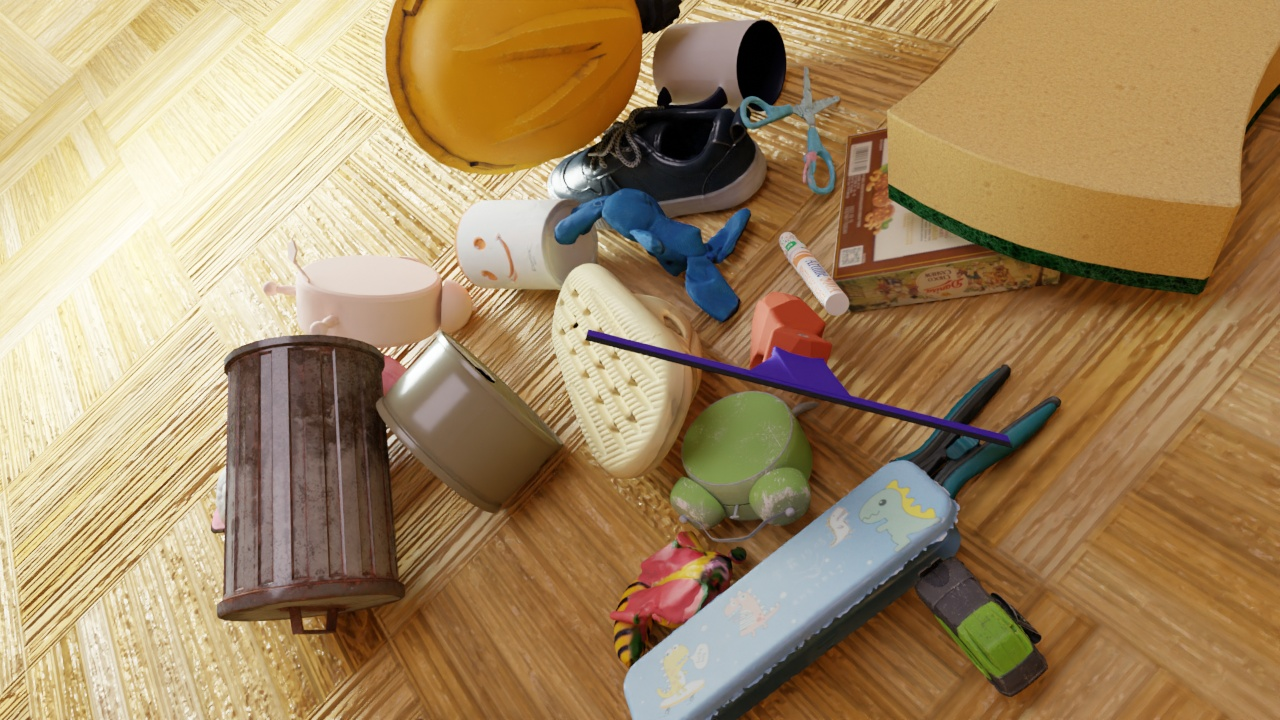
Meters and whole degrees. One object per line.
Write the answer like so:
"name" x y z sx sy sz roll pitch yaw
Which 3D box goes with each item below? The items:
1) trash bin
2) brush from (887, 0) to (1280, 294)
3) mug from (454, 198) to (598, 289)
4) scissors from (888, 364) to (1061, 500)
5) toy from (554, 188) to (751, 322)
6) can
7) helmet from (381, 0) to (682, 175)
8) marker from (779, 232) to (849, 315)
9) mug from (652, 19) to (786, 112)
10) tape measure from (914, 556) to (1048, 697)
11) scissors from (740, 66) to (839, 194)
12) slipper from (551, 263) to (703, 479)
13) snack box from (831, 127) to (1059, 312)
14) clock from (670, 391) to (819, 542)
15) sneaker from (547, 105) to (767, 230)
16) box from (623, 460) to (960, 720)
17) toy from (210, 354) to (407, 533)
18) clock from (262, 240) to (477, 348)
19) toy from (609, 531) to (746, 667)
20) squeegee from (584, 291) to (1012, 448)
"trash bin" -0.253 0.101 0.703 0.131 0.130 0.211 -16 70 23
"brush" 0.296 -0.174 0.579 0.195 0.075 0.249 25 67 29
"mug" -0.103 -0.105 0.834 0.105 0.082 0.082 5 60 34
"scissors" 0.191 0.060 0.556 0.150 0.019 0.130 -7 53 29
"toy" 0.016 -0.103 0.751 0.176 0.071 0.112 22 43 18
"can" -0.130 0.048 0.702 0.073 0.128 0.128 -46 45 -3
"helmet" -0.072 -0.258 0.759 0.254 0.205 0.131 -38 38 -25
"marker" 0.122 -0.066 0.663 0.017 0.017 0.145 -32 23 9
"mug" 0.063 -0.258 0.838 0.097 0.079 0.111 15 57 40
"tape measure" 0.180 0.138 0.474 0.036 0.058 0.065 -39 43 1
"scissors" 0.123 -0.201 0.754 0.015 0.119 0.138 -42 37 47
"slipper" -0.004 0.004 0.690 0.111 0.079 0.261 -67 27 17
"snack box" 0.217 -0.112 0.654 0.147 0.041 0.142 -7 54 30
"clock" 0.068 0.068 0.604 0.095 0.042 0.119 -11 43 28
"sneaker" 0.000 -0.179 0.816 0.236 0.087 0.089 -1 56 34
"box" 0.089 0.145 0.501 0.210 0.072 0.079 -38 12 2
"toy" -0.300 0.077 0.822 0.142 0.084 0.212 20 68 37
"clock" -0.250 -0.067 0.858 0.131 0.160 0.086 30 114 44
"toy" 0.020 0.148 0.581 0.103 0.046 0.084 -38 26 15
"squeegee" 0.095 -0.015 0.602 0.184 0.249 0.055 -85 10 -78
